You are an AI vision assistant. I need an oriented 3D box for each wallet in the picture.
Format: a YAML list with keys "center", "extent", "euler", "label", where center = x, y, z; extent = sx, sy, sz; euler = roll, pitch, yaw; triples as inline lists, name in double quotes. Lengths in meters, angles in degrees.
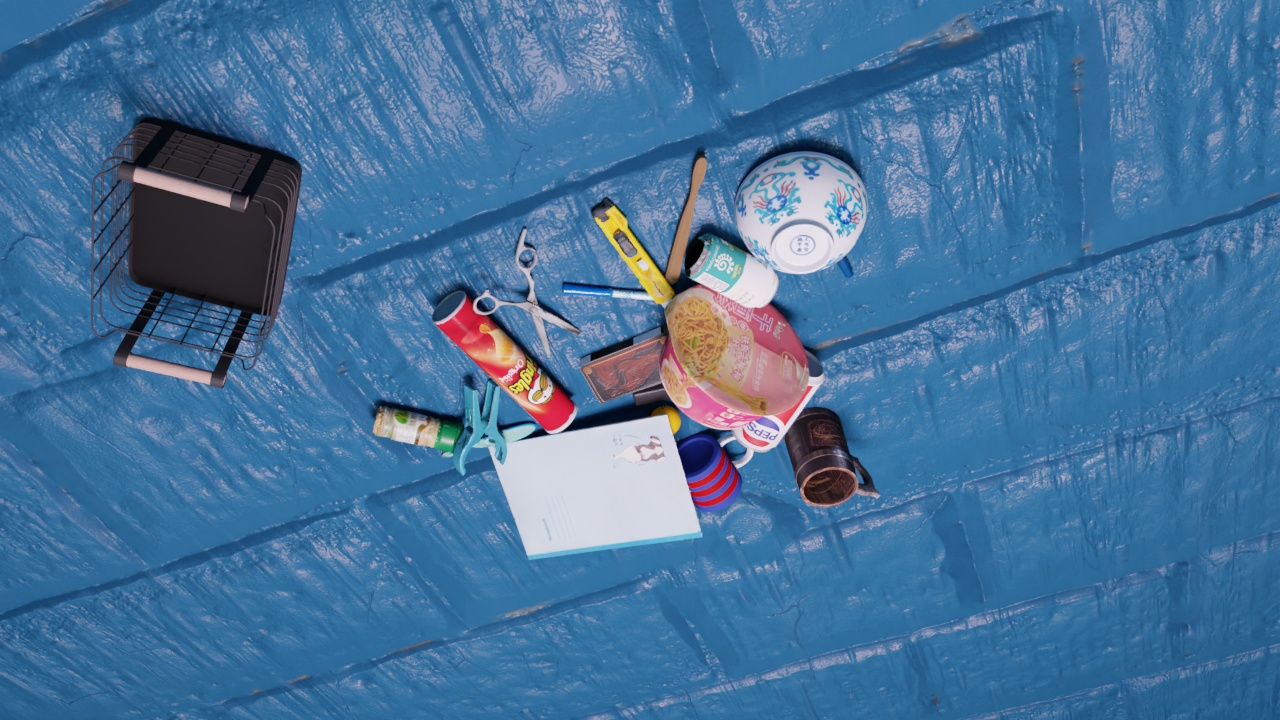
- center: [-0.007, 0.007, 1.137]
  extent: [0.123, 0.019, 0.072]
  euler: [-21, 123, 12]
  label: "wallet"

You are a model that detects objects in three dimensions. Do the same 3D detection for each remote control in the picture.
- center: [0.058, 0.035, 1.168]
  extent: [0.136, 0.015, 0.032]
  euler: [-12, 129, 6]
  label: "remote control"

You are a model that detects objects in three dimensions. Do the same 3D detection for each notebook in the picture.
- center: [-0.060, 0.172, 1.211]
  extent: [0.254, 0.009, 0.181]
  euler: [-11, 109, 17]
  label: "notebook"

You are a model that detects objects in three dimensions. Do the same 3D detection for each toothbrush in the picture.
- center: [-0.200, 0.105, 1.206]
  extent: [0.135, 0.017, 0.022]
  euler: [-16, 121, 9]
  label: "toothbrush"
- center: [0.204, -0.153, 1.026]
  extent: [0.014, 0.014, 0.168]
  euler: [-21, 128, 19]
  label: "toothbrush"
- center: [0.050, -0.154, 1.015]
  extent: [0.016, 0.016, 0.167]
  euler: [7, 130, -8]
  label: "toothbrush"

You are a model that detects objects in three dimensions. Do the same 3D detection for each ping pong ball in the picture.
- center: [0.032, 0.078, 1.185]
  extent: [0.040, 0.040, 0.040]
  euler: [-2, 129, -3]
  label: "ping pong ball"

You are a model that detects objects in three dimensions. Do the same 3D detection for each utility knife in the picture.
- center: [-0.001, -0.114, 1.037]
  extent: [0.031, 0.017, 0.165]
  euler: [-25, 125, 21]
  label: "utility knife"

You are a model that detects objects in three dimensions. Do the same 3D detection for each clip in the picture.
- center: [-0.187, 0.088, 1.171]
  extent: [0.121, 0.031, 0.130]
  euler: [15, 102, -40]
  label: "clip"

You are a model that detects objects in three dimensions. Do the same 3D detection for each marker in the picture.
- center: [-0.020, -0.077, 1.073]
  extent: [0.142, 0.013, 0.013]
  euler: [4, 129, -8]
  label: "marker"

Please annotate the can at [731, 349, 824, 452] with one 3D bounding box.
- center: [0.170, 0.048, 1.152]
  extent: [0.070, 0.070, 0.132]
  euler: [17, 126, -17]
  label: "can"

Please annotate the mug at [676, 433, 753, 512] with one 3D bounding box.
- center: [0.101, 0.138, 1.227]
  extent: [0.112, 0.075, 0.076]
  euler: [-40, 126, -6]
  label: "mug"

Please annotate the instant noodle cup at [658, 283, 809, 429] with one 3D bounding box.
- center: [0.098, 0.003, 1.058]
  extent: [0.178, 0.178, 0.078]
  euler: [17, 142, -17]
  label: "instant noodle cup"

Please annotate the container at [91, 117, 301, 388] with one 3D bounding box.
- center: [-0.455, -0.109, 0.939]
  extent: [0.162, 0.130, 0.242]
  euler: [14, 127, -15]
  label: "container"

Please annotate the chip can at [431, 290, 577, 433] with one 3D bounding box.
- center: [-0.160, 0.005, 1.105]
  extent: [0.052, 0.051, 0.215]
  euler: [-29, 125, 18]
  label: "chip can"

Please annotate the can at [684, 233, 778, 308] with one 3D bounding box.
- center: [0.103, -0.100, 1.035]
  extent: [0.101, 0.054, 0.055]
  euler: [25, 123, -22]
  label: "can"

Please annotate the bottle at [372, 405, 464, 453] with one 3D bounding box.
- center: [-0.282, 0.087, 1.170]
  extent: [0.111, 0.043, 0.043]
  euler: [15, 127, -14]
  label: "bottle"

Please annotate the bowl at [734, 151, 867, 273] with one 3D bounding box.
- center: [0.171, -0.141, 0.979]
  extent: [0.144, 0.074, 0.144]
  euler: [4, 135, 4]
  label: "bowl"

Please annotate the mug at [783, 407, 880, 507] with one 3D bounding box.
- center: [0.251, 0.131, 1.201]
  extent: [0.115, 0.107, 0.080]
  euler: [15, 127, -15]
  label: "mug"

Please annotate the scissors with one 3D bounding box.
- center: [-0.121, -0.075, 1.060]
  extent: [0.141, 0.014, 0.162]
  euler: [5, 117, -29]
  label: "scissors"
